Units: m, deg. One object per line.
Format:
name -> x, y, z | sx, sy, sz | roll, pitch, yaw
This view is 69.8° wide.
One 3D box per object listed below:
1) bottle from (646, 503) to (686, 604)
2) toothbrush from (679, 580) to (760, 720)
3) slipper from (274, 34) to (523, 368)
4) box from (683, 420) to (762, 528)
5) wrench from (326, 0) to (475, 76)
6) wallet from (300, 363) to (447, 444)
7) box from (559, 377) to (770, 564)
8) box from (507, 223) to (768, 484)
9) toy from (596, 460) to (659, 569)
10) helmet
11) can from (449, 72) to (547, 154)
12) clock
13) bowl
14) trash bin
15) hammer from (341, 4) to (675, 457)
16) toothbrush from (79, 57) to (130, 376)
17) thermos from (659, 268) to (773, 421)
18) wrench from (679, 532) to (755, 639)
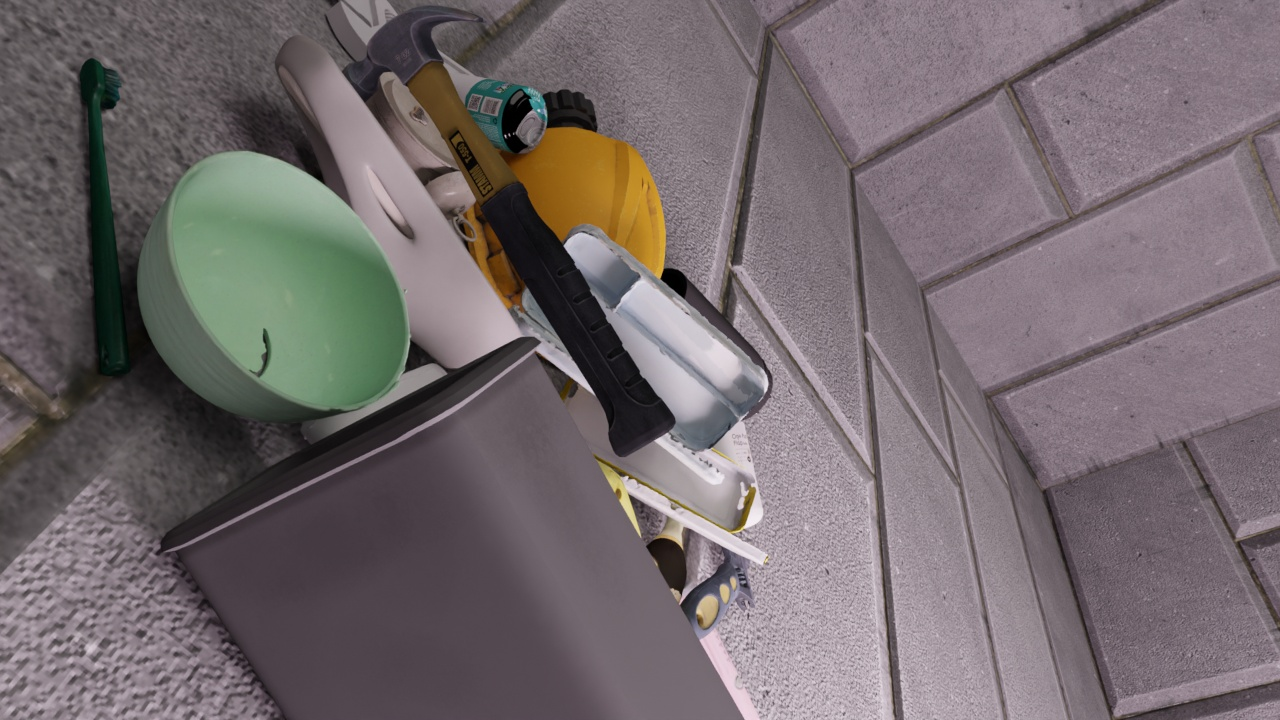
bottle -> 0.018, 0.168, 0.765 | 0.045, 0.045, 0.184 | 55, 26, -16
toothbrush -> 0.082, 0.293, 0.788 | 0.027, 0.027, 0.222 | -27, 90, -53
slipper -> -0.174, -0.079, 0.609 | 0.266, 0.080, 0.113 | 59, -19, -18
box -> 0.060, 0.085, 0.890 | 0.083, 0.093, 0.166 | 17, 60, -52
wrench -> -0.173, -0.254, 0.841 | 0.273, 0.018, 0.086 | 24, 46, -55
wallet -> -0.128, 0.064, 0.564 | 0.115, 0.038, 0.118 | 48, 28, 7
box -> 0.017, 0.097, 0.765 | 0.210, 0.057, 0.117 | 33, 27, -22
box -> -0.006, 0.008, 0.696 | 0.215, 0.106, 0.127 | 39, 23, -7
toy -> -0.054, 0.141, 0.603 | 0.213, 0.084, 0.149 | -50, 133, -68
helmet -> -0.048, -0.130, 0.826 | 0.205, 0.132, 0.255 | 27, 44, -52
can -> -0.130, -0.209, 0.774 | 0.054, 0.102, 0.055 | -33, 133, -44
clock -> -0.168, -0.153, 0.706 | 0.157, 0.061, 0.103 | 61, 24, 14
bowl -> -0.204, -0.029, 0.495 | 0.151, 0.077, 0.150 | 43, 32, -36
trash bin -> -0.085, 0.130, 0.440 | 0.220, 0.192, 0.097 | 61, 26, -8
hammer -> -0.080, -0.087, 0.617 | 0.333, 0.118, 0.025 | 57, 29, 1
toothbrush -> -0.277, -0.079, 0.478 | 0.017, 0.016, 0.189 | 23, 46, -59
thermos -> 0.070, -0.005, 0.980 | 0.198, 0.086, 0.086 | 42, 33, -37
wrench -> 0.071, 0.200, 0.806 | 0.273, 0.022, 0.073 | 7, 63, -74
